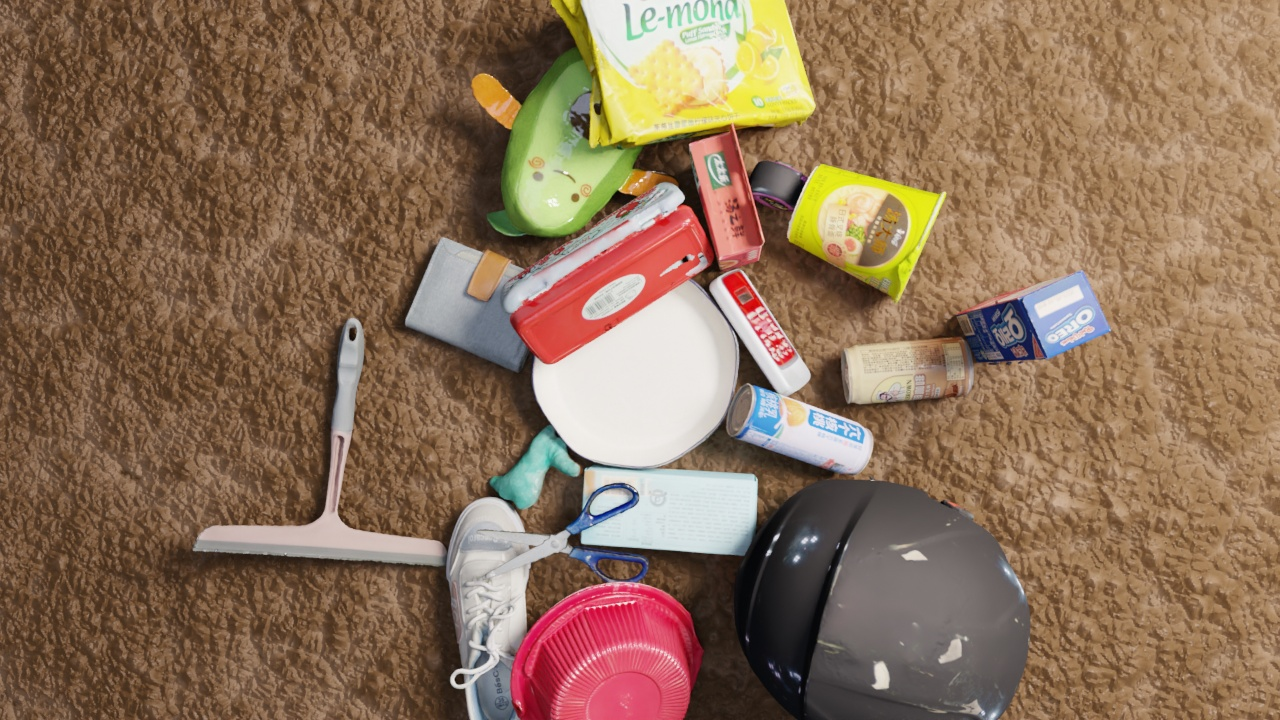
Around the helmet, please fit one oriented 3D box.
[{"bbox_3d":[0.221,0.231,0.810,0.275,0.230,0.233,13,93,-1],"label":"helmet"}]

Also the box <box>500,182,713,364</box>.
[{"bbox_3d":[-0.040,-0.096,0.878,0.201,0.095,0.098,-32,50,3],"label":"box"}]

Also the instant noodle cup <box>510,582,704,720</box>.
[{"bbox_3d":[-0.023,0.310,0.873,0.193,0.066,0.194,-5,107,-16],"label":"instant noodle cup"}]

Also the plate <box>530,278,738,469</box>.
[{"bbox_3d":[-0.005,0.005,0.923,0.205,0.045,0.205,0,89,7],"label":"plate"}]

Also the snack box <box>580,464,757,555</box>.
[{"bbox_3d":[0.028,0.148,0.915,0.175,0.051,0.074,3,92,7],"label":"snack box"}]

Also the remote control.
[{"bbox_3d":[0.119,-0.029,0.906,0.020,0.055,0.136,-36,85,37],"label":"remote control"}]

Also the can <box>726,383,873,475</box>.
[{"bbox_3d":[0.154,0.068,0.883,0.134,0.053,0.053,20,91,-14],"label":"can"}]

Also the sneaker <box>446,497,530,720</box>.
[{"bbox_3d":[-0.154,0.260,0.914,0.089,0.090,0.242,-5,88,5],"label":"sneaker"}]

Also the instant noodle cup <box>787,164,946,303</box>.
[{"bbox_3d":[0.210,-0.129,0.877,0.123,0.111,0.111,24,92,13],"label":"instant noodle cup"}]

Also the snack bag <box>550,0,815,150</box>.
[{"bbox_3d":[0.045,-0.282,0.865,0.246,0.068,0.158,-14,87,-27],"label":"snack bag"}]

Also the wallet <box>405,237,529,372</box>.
[{"bbox_3d":[-0.165,-0.060,0.944,0.130,0.037,0.106,23,92,5],"label":"wallet"}]

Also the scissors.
[{"bbox_3d":[-0.067,0.170,0.884,0.162,0.012,0.163,31,90,-3],"label":"scissors"}]

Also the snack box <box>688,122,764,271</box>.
[{"bbox_3d":[0.081,-0.150,0.874,0.044,0.127,0.113,-15,87,5],"label":"snack box"}]

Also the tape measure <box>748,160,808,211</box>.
[{"bbox_3d":[0.135,-0.173,0.904,0.057,0.058,0.039,21,91,8],"label":"tape measure"}]

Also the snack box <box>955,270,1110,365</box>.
[{"bbox_3d":[0.336,-0.033,0.806,0.058,0.207,0.057,-24,87,5],"label":"snack box"}]

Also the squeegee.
[{"bbox_3d":[-0.313,0.080,0.958,0.247,0.040,0.249,7,85,-10],"label":"squeegee"}]

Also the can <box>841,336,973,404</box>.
[{"bbox_3d":[0.257,0.010,0.889,0.116,0.058,0.058,-4,89,6],"label":"can"}]

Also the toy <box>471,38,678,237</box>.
[{"bbox_3d":[-0.059,-0.225,0.906,0.227,0.090,0.246,27,88,-8],"label":"toy"}]

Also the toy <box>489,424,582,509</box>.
[{"bbox_3d":[-0.103,0.109,0.930,0.096,0.030,0.092,27,80,41],"label":"toy"}]
